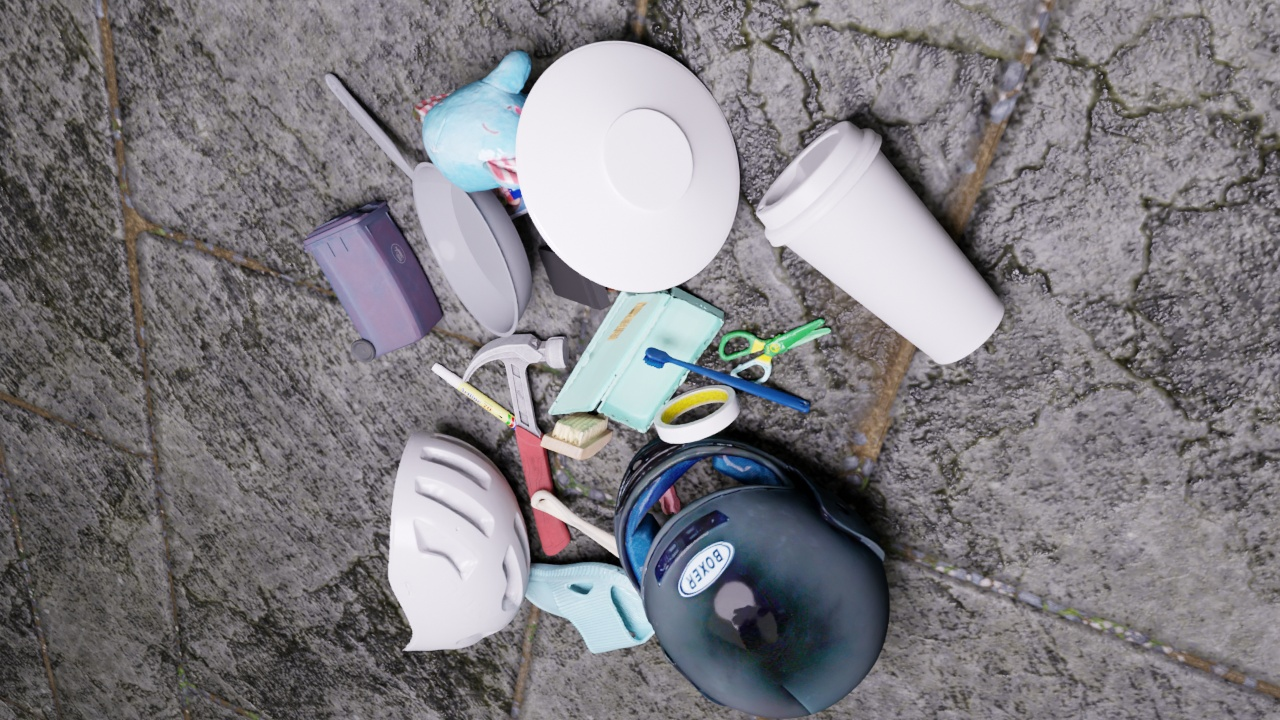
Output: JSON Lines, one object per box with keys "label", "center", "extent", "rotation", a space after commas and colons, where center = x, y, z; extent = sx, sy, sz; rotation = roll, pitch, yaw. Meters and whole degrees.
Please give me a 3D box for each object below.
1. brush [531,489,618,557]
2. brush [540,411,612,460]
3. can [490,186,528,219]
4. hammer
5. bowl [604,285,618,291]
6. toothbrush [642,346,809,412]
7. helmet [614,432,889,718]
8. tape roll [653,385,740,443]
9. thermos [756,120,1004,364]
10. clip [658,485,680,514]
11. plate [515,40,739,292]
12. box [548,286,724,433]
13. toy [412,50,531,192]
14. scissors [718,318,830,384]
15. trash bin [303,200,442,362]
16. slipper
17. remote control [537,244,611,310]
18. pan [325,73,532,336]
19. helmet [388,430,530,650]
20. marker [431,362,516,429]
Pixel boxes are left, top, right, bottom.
{"label": "brush", "center": [-0.014, 0.234, 1.123], "extent": [0.272, 0.077, 0.062], "rotation": [29, 110, 2]}
{"label": "brush", "center": [-0.070, 0.084, 1.055], "extent": [0.049, 0.117, 0.039], "rotation": [19, 104, 14]}
{"label": "can", "center": [-0.140, -0.198, 0.963], "extent": [0.059, 0.053, 0.100], "rotation": [-19, 108, 30]}
{"label": "hammer", "center": [-0.134, 0.113, 1.131], "extent": [0.126, 0.036, 0.316], "rotation": [-2, 120, 8]}
{"label": "bowl", "center": [-0.013, -0.148, 0.918], "extent": [0.147, 0.068, 0.147], "rotation": [39, 136, 50]}
{"label": "toothbrush", "center": [0.092, 0.023, 0.975], "extent": [0.190, 0.016, 0.017], "rotation": [18, 137, -10]}
{"label": "helmet", "center": [0.111, 0.222, 0.952], "extent": [0.316, 0.235, 0.249], "rotation": [44, 100, -5]}
{"label": "tape roll", "center": [0.061, 0.057, 0.993], "extent": [0.094, 0.093, 0.019], "rotation": [-12, 111, 27]}
{"label": "thermos", "center": [0.223, -0.099, 0.834], "extent": [0.222, 0.131, 0.132], "rotation": [41, 124, -12]}
{"label": "clip", "center": [0.025, 0.159, 1.107], "extent": [0.044, 0.023, 0.060], "rotation": [9, 118, 23]}
{"label": "plate", "center": [0.001, -0.177, 0.824], "extent": [0.229, 0.228, 0.030], "rotation": [58, 156, -14]}
{"label": "box", "center": [-0.008, -0.001, 0.999], "extent": [0.137, 0.057, 0.187], "rotation": [17, 127, -26]}
{"label": "toy", "center": [-0.116, -0.228, 0.858], "extent": [0.183, 0.180, 0.115], "rotation": [39, 147, 36]}
{"label": "scissors", "center": [0.146, -0.009, 0.972], "extent": [0.131, 0.014, 0.071], "rotation": [-16, 110, 29]}
{"label": "trash bin", "center": [-0.310, -0.095, 1.065], "extent": [0.092, 0.093, 0.161], "rotation": [-18, 110, 19]}
{"label": "slipper", "center": [-0.074, 0.308, 1.157], "extent": [0.277, 0.069, 0.116], "rotation": [-7, 123, 45]}
{"label": "remote control", "center": [-0.071, -0.089, 0.966], "extent": [0.133, 0.013, 0.058], "rotation": [25, 138, 61]}
{"label": "pan", "center": [-0.225, -0.181, 0.988], "extent": [0.356, 0.050, 0.201], "rotation": [54, 155, 10]}
{"label": "helmet", "center": [-0.237, 0.218, 1.131], "extent": [0.184, 0.224, 0.282], "rotation": [-16, 115, 3]}
{"label": "marker", "center": [-0.203, 0.045, 1.142], "extent": [0.132, 0.014, 0.014], "rotation": [35, 124, 2]}
